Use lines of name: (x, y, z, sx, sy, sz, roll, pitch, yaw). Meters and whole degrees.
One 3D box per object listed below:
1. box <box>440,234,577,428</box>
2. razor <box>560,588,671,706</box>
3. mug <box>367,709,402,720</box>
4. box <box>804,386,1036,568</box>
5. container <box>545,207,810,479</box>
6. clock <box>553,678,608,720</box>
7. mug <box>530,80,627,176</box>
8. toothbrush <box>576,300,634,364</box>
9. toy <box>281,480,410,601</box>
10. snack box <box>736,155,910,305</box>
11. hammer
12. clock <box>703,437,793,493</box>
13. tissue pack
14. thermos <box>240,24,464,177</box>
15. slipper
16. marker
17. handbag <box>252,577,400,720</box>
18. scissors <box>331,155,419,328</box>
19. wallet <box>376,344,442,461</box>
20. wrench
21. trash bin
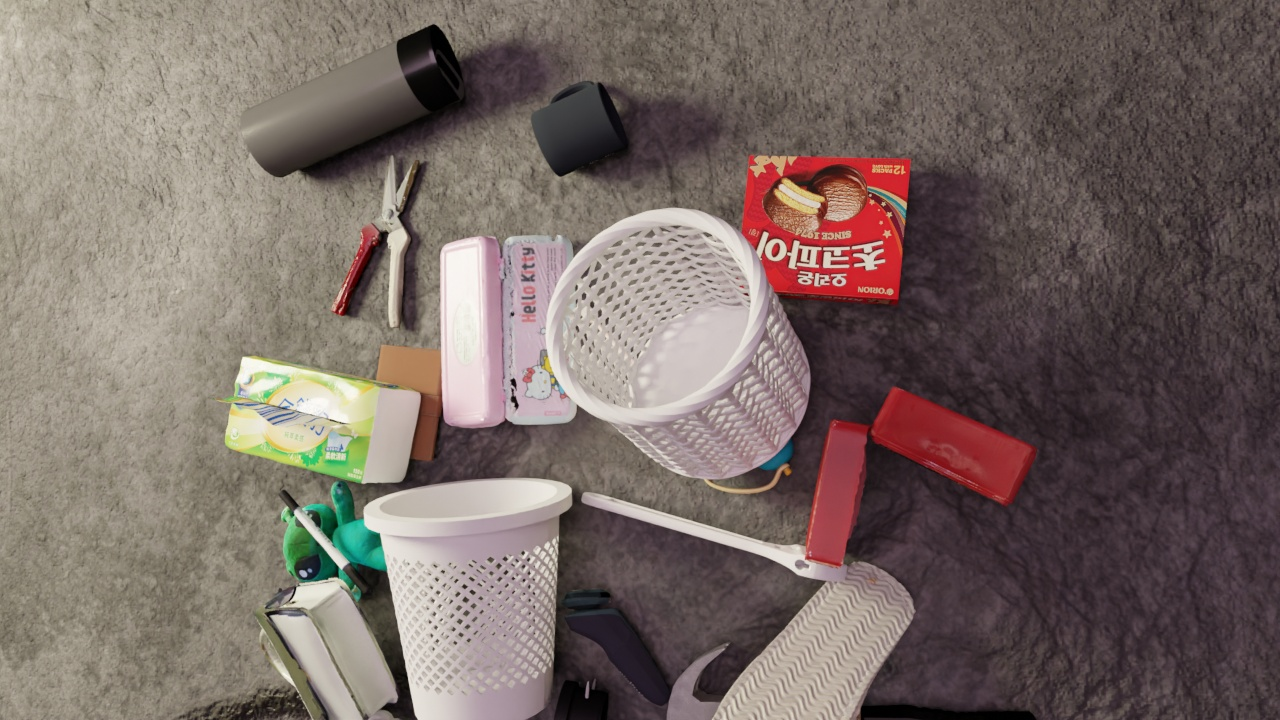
box: (-0.143, -0.032, 0.958, 0.154, 0.066, 0.201, -4, 85, 15)
razor: (-0.023, 0.282, 0.907, 0.052, 0.047, 0.143, -37, 78, -16)
mug: (-0.275, 0.420, 0.945, 0.090, 0.091, 0.121, -36, 44, 9)
box: (0.240, 0.103, 0.791, 0.170, 0.156, 0.156, 6, 88, 16)
container: (0.041, -0.007, 0.810, 0.190, 0.187, 0.189, -9, 66, 19)
clock: (-0.061, 0.370, 0.883, 0.042, 0.091, 0.120, 7, 73, 6)
mug: (-0.065, -0.251, 0.959, 0.077, 0.071, 0.105, -21, 53, 13)
toothbrush: (-0.006, 0.006, 0.939, 0.015, 0.018, 0.181, -41, 77, -4)
toy: (-0.318, 0.195, 0.986, 0.194, 0.072, 0.130, -7, 81, 24)
snack box: (0.177, -0.127, 0.890, 0.152, 0.035, 0.132, 5, 86, 16)
hammer: (0.187, 0.335, 0.845, 0.329, 0.039, 0.131, -1, 83, 15)
clock: (0.100, 0.064, 0.893, 0.099, 0.043, 0.129, 1, 78, 16)
tissue pack: (-0.353, 0.059, 0.958, 0.198, 0.141, 0.120, 4, 86, 21)
thermos: (-0.316, -0.285, 1.018, 0.241, 0.082, 0.082, -19, 80, 13)
slipper: (0.151, 0.295, 0.809, 0.115, 0.052, 0.262, 33, 63, 20)
marker: (-0.326, 0.188, 0.950, 0.152, 0.011, 0.011, 43, 96, 16)
handbag: (-0.352, 0.313, 0.960, 0.176, 0.073, 0.151, -12, 104, 38)
scissors: (-0.291, -0.125, 1.032, 0.185, 0.015, 0.179, -32, 76, 10)
wallet: (-0.256, 0.045, 1.007, 0.087, 0.013, 0.121, 6, 86, 21)
wrench: (0.063, 0.164, 0.876, 0.274, 0.066, 0.018, 12, 88, 25)
trash bin: (-0.157, 0.230, 0.884, 0.196, 0.195, 0.199, -3, 94, 15)
